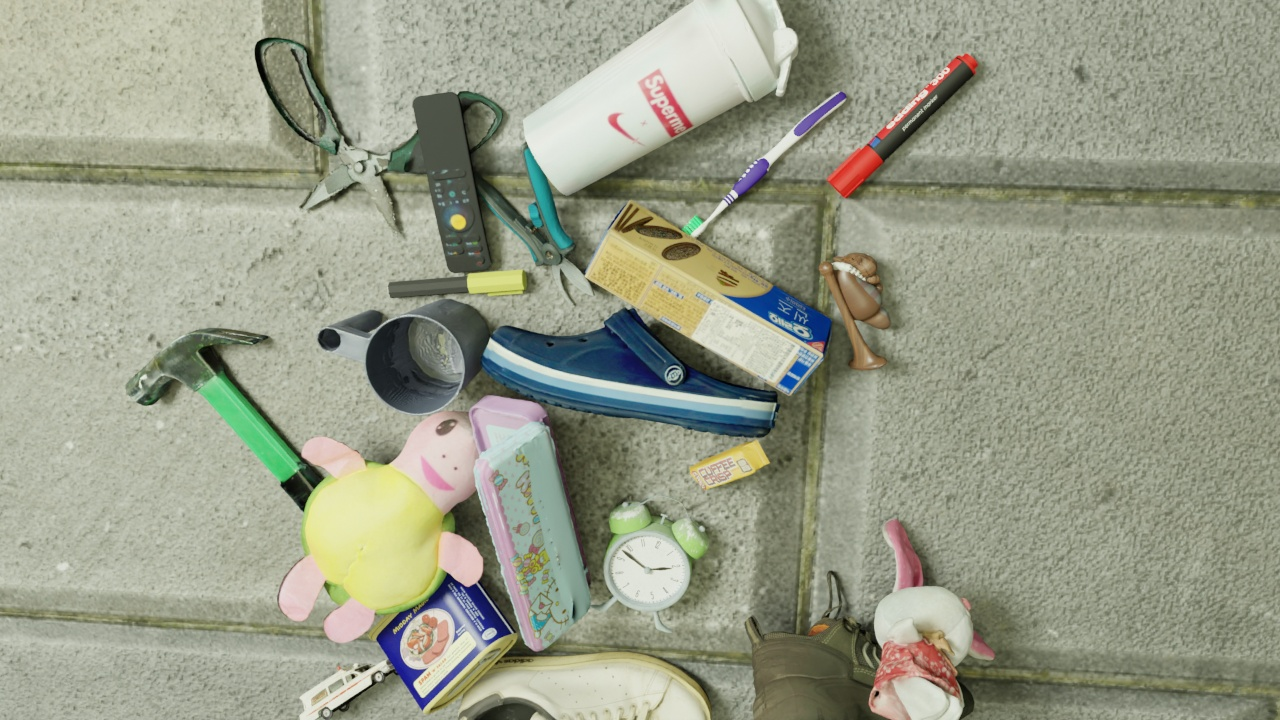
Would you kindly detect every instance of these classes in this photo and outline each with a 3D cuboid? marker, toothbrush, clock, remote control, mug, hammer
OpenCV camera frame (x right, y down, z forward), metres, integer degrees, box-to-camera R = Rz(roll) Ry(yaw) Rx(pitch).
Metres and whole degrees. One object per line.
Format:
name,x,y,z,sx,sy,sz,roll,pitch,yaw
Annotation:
marker,0.215,-0.193,0.754,0.145,0.021,0.023,-44,73,12
toothbrush,0.098,-0.160,0.774,0.187,0.015,0.016,-42,91,12
clock,0.009,0.179,0.844,0.094,0.042,0.119,19,104,-1
remote control,-0.159,-0.150,0.784,0.041,0.020,0.152,-5,109,7
mug,-0.197,-0.012,0.786,0.124,0.104,0.084,16,104,1
hammer,-0.327,0.105,0.861,0.130,0.032,0.319,-37,98,11
marker,-0.163,-0.066,0.815,0.124,0.017,0.021,-4,134,7

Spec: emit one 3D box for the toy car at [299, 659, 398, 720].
toy car,-0.285,0.317,0.904,0.113,0.039,0.039,-36,76,10

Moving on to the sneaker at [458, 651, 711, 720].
sneaker,-0.055,0.333,0.853,0.241,0.102,0.089,2,103,5

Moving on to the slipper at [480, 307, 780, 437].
slipper,-0.005,0.005,0.779,0.253,0.105,0.095,13,93,0

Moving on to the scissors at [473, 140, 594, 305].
scissors,-0.094,-0.119,0.787,0.124,0.019,0.156,19,132,25

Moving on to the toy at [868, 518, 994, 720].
toy,0.238,0.235,0.767,0.084,0.193,0.159,-34,94,27

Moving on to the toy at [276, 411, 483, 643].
toy,-0.222,0.141,0.814,0.190,0.088,0.238,37,88,1

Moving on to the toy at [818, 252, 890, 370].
toy,0.185,-0.048,0.778,0.054,0.042,0.102,-38,111,-27

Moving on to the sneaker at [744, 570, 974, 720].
sneaker,0.184,0.277,0.834,0.237,0.142,0.101,14,129,-31

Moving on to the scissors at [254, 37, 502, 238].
scissors,-0.234,-0.211,0.790,0.202,0.015,0.201,-30,99,8

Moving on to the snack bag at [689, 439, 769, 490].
snack bag,0.076,0.092,0.804,0.026,0.020,0.099,55,143,-3

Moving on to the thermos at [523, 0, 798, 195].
thermos,0.017,-0.215,0.733,0.221,0.099,0.099,-28,99,15

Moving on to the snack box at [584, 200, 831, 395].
snack box,0.059,-0.052,0.774,0.207,0.057,0.056,30,130,-3

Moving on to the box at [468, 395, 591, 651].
box,-0.103,0.144,0.778,0.089,0.092,0.214,8,126,28

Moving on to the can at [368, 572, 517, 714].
can,-0.182,0.255,0.852,0.116,0.056,0.092,-46,70,12
